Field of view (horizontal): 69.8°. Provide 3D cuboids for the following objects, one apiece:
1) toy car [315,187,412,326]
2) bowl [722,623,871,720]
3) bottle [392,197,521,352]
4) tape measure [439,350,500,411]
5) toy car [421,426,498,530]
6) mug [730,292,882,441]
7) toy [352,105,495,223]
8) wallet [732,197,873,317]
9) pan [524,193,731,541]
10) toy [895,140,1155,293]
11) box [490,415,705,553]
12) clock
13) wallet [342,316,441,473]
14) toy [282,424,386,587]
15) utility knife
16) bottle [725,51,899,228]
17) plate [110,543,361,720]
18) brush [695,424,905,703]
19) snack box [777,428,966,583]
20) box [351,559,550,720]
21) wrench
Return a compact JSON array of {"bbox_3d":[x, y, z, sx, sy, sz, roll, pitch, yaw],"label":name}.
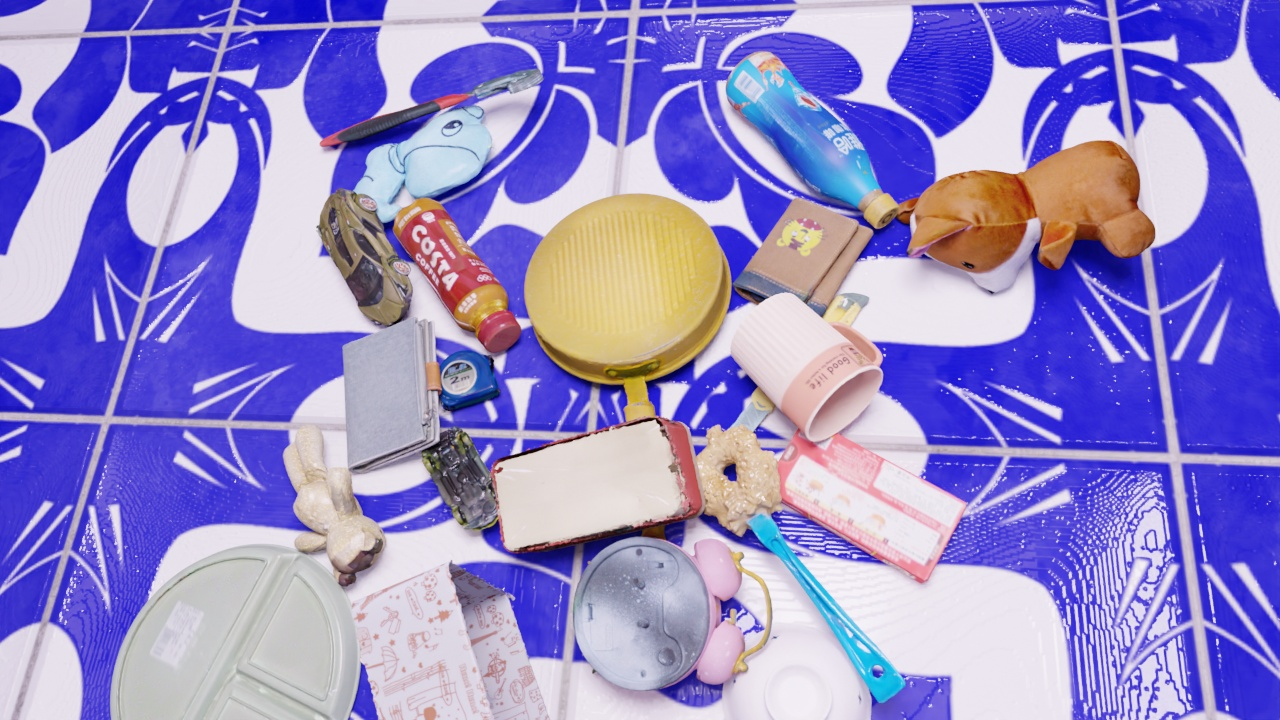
[{"bbox_3d":[-0.275,-0.103,0.916,0.070,0.042,0.158,-49,65,31],"label":"toy car"},{"bbox_3d":[0.121,0.261,0.710,0.118,0.065,0.118,-3,68,8],"label":"bowl"},{"bbox_3d":[-0.178,-0.083,0.900,0.057,0.057,0.175,-36,68,-7],"label":"bottle"},{"bbox_3d":[-0.165,0.018,0.875,0.058,0.025,0.054,-18,65,-1],"label":"tape measure"},{"bbox_3d":[-0.158,0.109,0.831,0.048,0.032,0.105,-35,61,-6],"label":"toy car"},{"bbox_3d":[0.151,-0.001,0.791,0.114,0.082,0.106,-22,54,-30],"label":"mug"},{"bbox_3d":[-0.224,-0.208,0.963,0.156,0.050,0.161,9,64,21],"label":"toy"},{"bbox_3d":[0.154,-0.094,0.868,0.090,0.033,0.115,28,71,25],"label":"wallet"},{"bbox_3d":[-0.005,0.005,0.846,0.198,0.078,0.356,-10,60,9],"label":"pan"},{"bbox_3d":[0.333,-0.124,0.818,0.200,0.140,0.130,-3,109,9],"label":"toy"},{"bbox_3d":[-0.040,0.107,0.761,0.169,0.076,0.091,-17,76,21],"label":"box"},{"bbox_3d":[0.027,0.201,0.734,0.159,0.059,0.117,-8,73,22],"label":"clock"},{"bbox_3d":[-0.233,0.031,0.868,0.107,0.037,0.129,-20,63,19],"label":"wallet"},{"bbox_3d":[-0.282,0.127,0.834,0.105,0.066,0.157,-50,61,23],"label":"toy"},{"bbox_3d":[0.138,0.010,0.840,0.031,0.021,0.204,35,81,29],"label":"utility knife"},{"bbox_3d":[0.170,-0.214,0.897,0.065,0.065,0.218,-35,68,-7],"label":"bottle"},{"bbox_3d":[-0.356,0.272,0.799,0.230,0.027,0.229,-3,67,7],"label":"plate"},{"bbox_3d":[0.122,0.158,0.740,0.083,0.046,0.254,-41,64,8],"label":"brush"},{"bbox_3d":[0.189,0.117,0.779,0.153,0.025,0.075,29,76,19],"label":"snack box"},{"bbox_3d":[-0.091,0.267,0.677,0.271,0.179,0.134,34,76,21],"label":"box"},{"bbox_3d":[-0.224,-0.265,0.969,0.274,0.016,0.056,-10,28,21],"label":"wrench"}]
